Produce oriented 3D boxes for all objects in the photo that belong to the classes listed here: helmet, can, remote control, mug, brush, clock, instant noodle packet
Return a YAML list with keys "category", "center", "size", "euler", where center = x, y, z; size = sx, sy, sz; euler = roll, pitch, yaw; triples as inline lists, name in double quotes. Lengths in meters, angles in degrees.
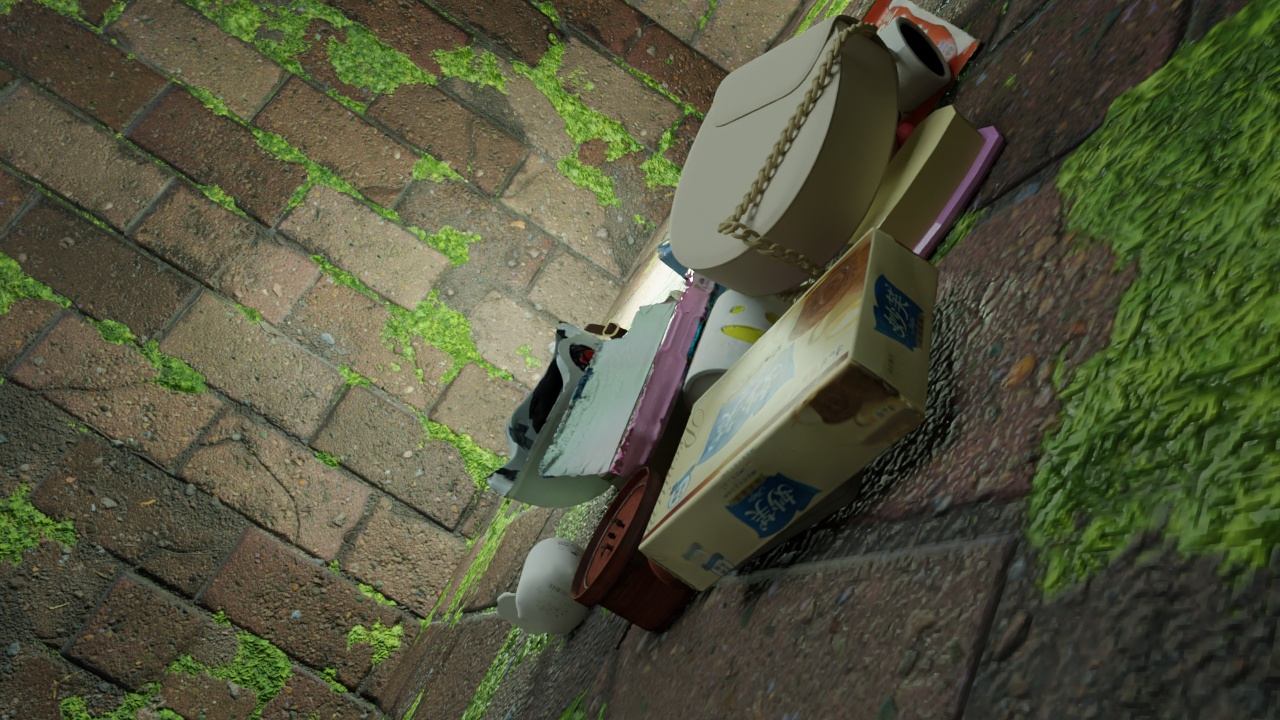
- category: "helmet"
  center: [-0.081, 0.090, 1.198]
  size: [0.237, 0.163, 0.263]
  euler: [-62, 11, 20]
- category: "can"
  center: [0.022, 0.081, 0.907]
  size: [0.128, 0.073, 0.127]
  euler: [-56, 8, 11]
- category: "remote control"
  center: [0.097, 0.088, 0.595]
  size: [0.151, 0.019, 0.074]
  euler: [-46, 11, 48]
- category: "mug"
  center: [0.219, -0.257, 0.843]
  size: [0.105, 0.073, 0.090]
  euler: [-14, -18, -48]
- category: "brush"
  center: [0.178, -0.082, 0.680]
  size: [0.229, 0.043, 0.089]
  euler: [-57, 7, 5]
- category: "clock"
  center: [0.013, 0.142, 0.715]
  size: [0.158, 0.072, 0.120]
  euler: [-54, 8, 31]
- category: "mug"
  center: [0.089, -0.001, 0.781]
  size: [0.083, 0.082, 0.105]
  euler: [-49, 12, 48]
- category: "instant noodle packet"
  center: [0.264, -0.278, 0.954]
  size: [0.165, 0.084, 0.220]
  euler: [-54, 20, 23]

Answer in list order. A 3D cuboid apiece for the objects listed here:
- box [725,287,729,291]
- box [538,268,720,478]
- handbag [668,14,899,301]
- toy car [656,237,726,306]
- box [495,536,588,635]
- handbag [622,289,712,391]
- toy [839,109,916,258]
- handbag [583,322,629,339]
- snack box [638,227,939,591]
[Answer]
- category: "box"
  center: [0.124, -0.063, 0.964]
  size: [0.208, 0.049, 0.121]
  euler: [-65, -24, -45]
- category: "box"
  center: [0.005, 0.014, 0.845]
  size: [0.159, 0.066, 0.229]
  euler: [-31, 27, 44]
- category: "handbag"
  center: [0.103, -0.160, 0.739]
  size: [0.211, 0.103, 0.208]
  euler: [-3, 67, 62]
- category: "toy car"
  center: [0.081, -0.100, 1.044]
  size: [0.056, 0.153, 0.054]
  euler: [-20, 60, 31]
- category: "box"
  center: [-0.110, 0.264, 0.999]
  size: [0.144, 0.083, 0.136]
  euler: [-62, 5, 8]
- category: "handbag"
  center: [0.035, -0.008, 1.069]
  size: [0.123, 0.112, 0.172]
  euler: [-51, 3, -29]
- category: "toy"
  center: [0.185, -0.165, 0.810]
  size: [0.131, 0.124, 0.096]
  euler: [-37, -10, 14]
- category: "handbag"
  center: [-0.026, -0.003, 1.309]
  size: [0.063, 0.138, 0.167]
  euler: [-61, 9, -19]
- category: "snack box"
  center: [0.092, 0.032, 0.577]
  size: [0.208, 0.055, 0.152]
  euler: [-49, 9, 38]
